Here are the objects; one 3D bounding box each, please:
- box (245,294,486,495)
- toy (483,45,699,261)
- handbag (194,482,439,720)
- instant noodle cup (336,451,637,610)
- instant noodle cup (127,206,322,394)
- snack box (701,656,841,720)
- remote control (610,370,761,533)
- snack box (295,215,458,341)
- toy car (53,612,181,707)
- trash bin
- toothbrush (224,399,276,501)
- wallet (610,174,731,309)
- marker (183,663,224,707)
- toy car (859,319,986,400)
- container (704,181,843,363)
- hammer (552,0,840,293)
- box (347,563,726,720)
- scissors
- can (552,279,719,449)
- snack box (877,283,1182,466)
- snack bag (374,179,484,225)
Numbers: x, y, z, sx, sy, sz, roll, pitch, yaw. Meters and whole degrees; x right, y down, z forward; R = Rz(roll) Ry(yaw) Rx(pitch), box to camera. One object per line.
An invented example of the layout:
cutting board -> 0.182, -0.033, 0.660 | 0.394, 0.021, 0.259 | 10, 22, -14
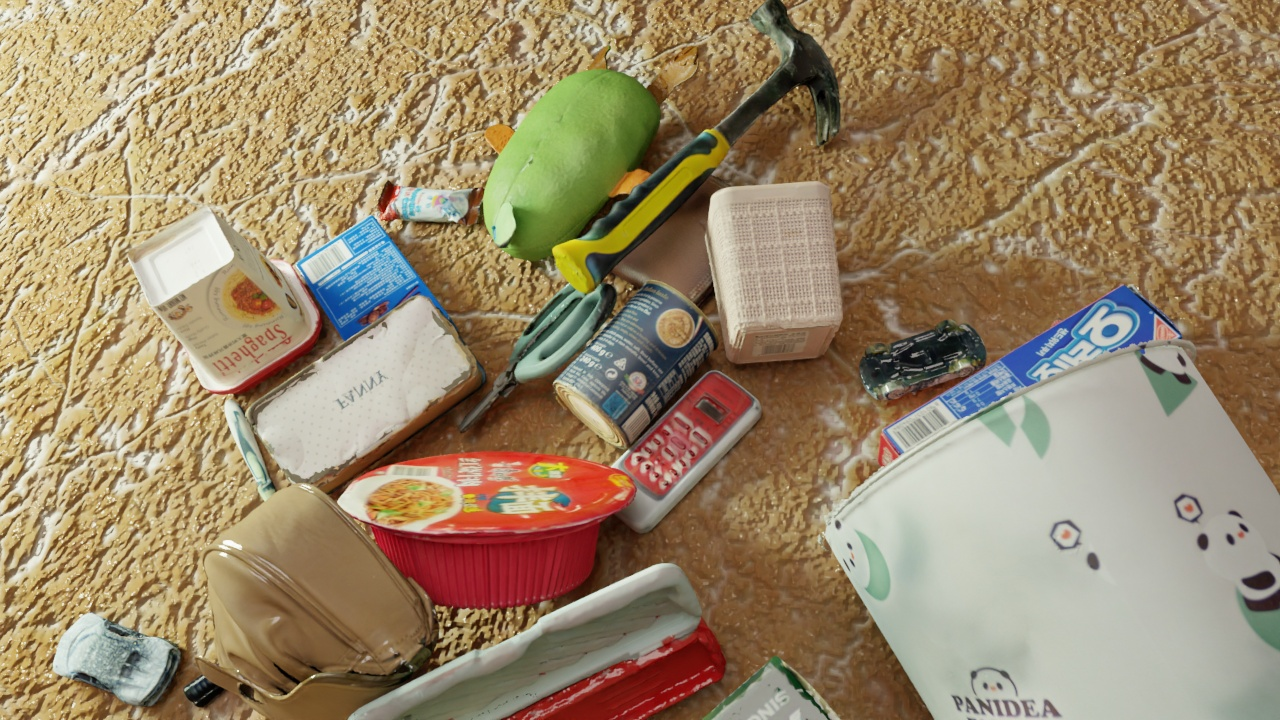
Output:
box -> -0.207, 0.024, 0.724 | 0.184, 0.060, 0.090 | -34, 84, -11
toy -> -0.055, -0.186, 0.811 | 0.227, 0.090, 0.246 | 24, 71, 37
handbag -> -0.200, 0.174, 0.563 | 0.148, 0.205, 0.099 | 35, 50, 10
instant noodle cup -> -0.100, 0.112, 0.614 | 0.194, 0.193, 0.066 | 4, 99, 15
instant noodle cup -> -0.354, -0.052, 0.778 | 0.116, 0.124, 0.116 | -35, 59, -9
snack box -> 0.011, 0.274, 0.507 | 0.240, 0.114, 0.063 | -37, 60, -10
remote control -> 0.029, 0.066, 0.683 | 0.135, 0.020, 0.056 | -43, 61, -14
snack box -> -0.235, -0.056, 0.811 | 0.084, 0.026, 0.157 | -36, 59, -9
toy car -> -0.391, 0.220, 0.679 | 0.106, 0.031, 0.048 | 10, 62, 19
trash bin -> 0.252, 0.155, 0.470 | 0.229, 0.230, 0.251 | -24, 63, -2
toothbrush -> -0.306, 0.097, 0.741 | 0.016, 0.018, 0.191 | -33, 59, -8
wallet -> 0.040, -0.102, 0.775 | 0.101, 0.032, 0.124 | 34, 73, 25
marker -> -0.271, 0.206, 0.669 | 0.130, 0.018, 0.022 | -34, 67, -8
toy car -> 0.206, 0.002, 0.673 | 0.090, 0.034, 0.043 | -19, 60, 4
container -> 0.101, -0.062, 0.691 | 0.090, 0.090, 0.110 | -4, 70, -2
hammer -> 0.054, -0.165, 0.746 | 0.126, 0.032, 0.322 | 48, 66, -9
box -> -0.052, 0.195, 0.545 | 0.201, 0.158, 0.038 | -26, 44, -3
scissors -> -0.083, 0.000, 0.716 | 0.179, 0.019, 0.139 | -49, 25, -9
can -> -0.004, 0.004, 0.694 | 0.075, 0.075, 0.111 | 34, 72, 27
snack box -> 0.265, 0.027, 0.630 | 0.207, 0.058, 0.057 | -30, 58, -6
snack bag -> -0.196, -0.145, 0.855 | 0.105, 0.026, 0.045 | 5, 58, 13
